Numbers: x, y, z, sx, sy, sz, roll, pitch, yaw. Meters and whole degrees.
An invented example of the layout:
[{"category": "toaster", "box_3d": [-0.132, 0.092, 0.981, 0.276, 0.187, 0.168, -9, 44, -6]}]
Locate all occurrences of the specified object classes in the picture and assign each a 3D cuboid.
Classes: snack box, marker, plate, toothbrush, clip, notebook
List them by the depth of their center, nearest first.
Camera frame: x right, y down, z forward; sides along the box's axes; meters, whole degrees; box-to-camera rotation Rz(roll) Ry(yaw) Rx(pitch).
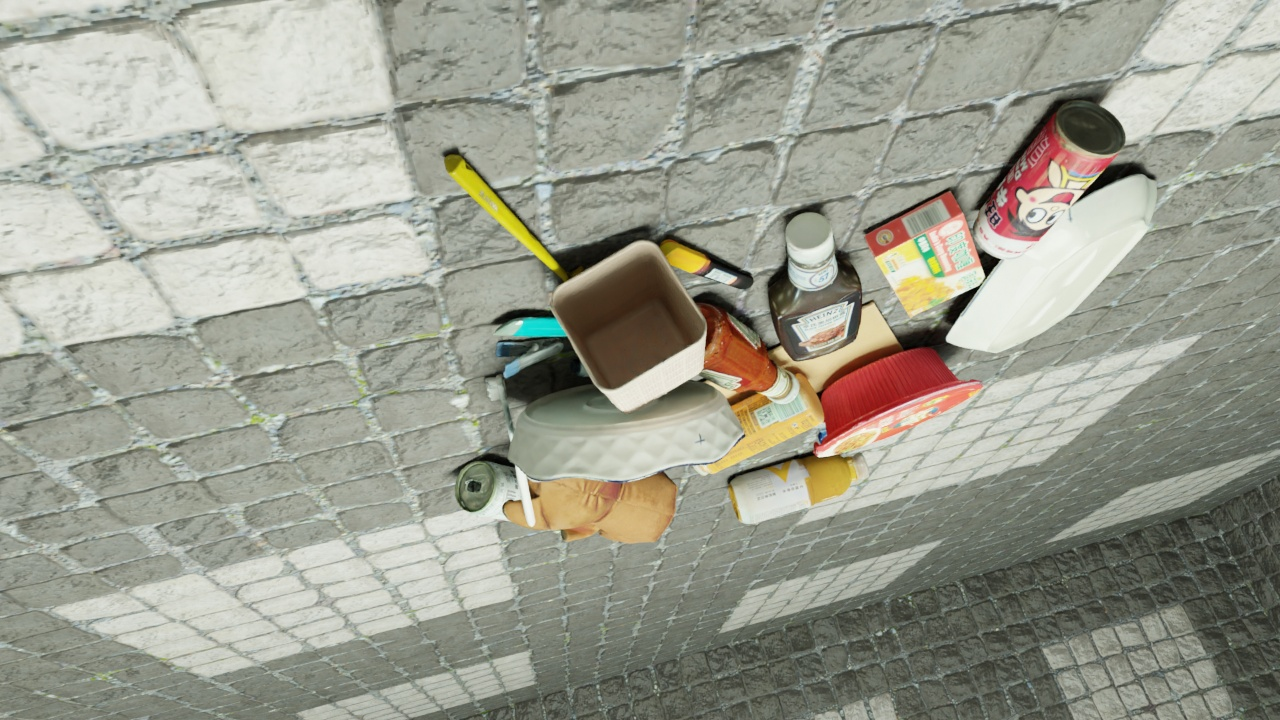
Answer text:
[{"category": "toothbrush", "box_3d": [-0.075, -0.086, 0.620, 0.017, 0.015, 0.190, -27, 153, 11]}, {"category": "marker", "box_3d": [0.054, -0.074, 0.728, 0.018, 0.015, 0.123, -36, 151, 27]}, {"category": "clip", "box_3d": [-0.091, -0.007, 0.768, 0.058, 0.045, 0.027, -15, 154, -16]}, {"category": "plate", "box_3d": [-0.015, 0.055, 0.801, 0.205, 0.045, 0.204, -7, -169, 1]}, {"category": "snack box", "box_3d": [0.252, -0.088, 0.804, 0.077, 0.027, 0.155, -27, 153, 18]}, {"category": "marker", "box_3d": [-0.005, 0.005, 0.846, 0.130, 0.018, 0.023, 1, 141, -35]}, {"category": "toothbrush", "box_3d": [-0.119, 0.088, 0.852, 0.016, 0.016, 0.180, -8, 124, 0]}, {"category": "plate", "box_3d": [0.394, -0.077, 0.877, 0.162, 0.034, 0.266, -22, 157, -13]}, {"category": "notebook", "box_3d": [0.165, 0.011, 0.972, 0.212, 0.012, 0.149, -26, 153, 17]}]

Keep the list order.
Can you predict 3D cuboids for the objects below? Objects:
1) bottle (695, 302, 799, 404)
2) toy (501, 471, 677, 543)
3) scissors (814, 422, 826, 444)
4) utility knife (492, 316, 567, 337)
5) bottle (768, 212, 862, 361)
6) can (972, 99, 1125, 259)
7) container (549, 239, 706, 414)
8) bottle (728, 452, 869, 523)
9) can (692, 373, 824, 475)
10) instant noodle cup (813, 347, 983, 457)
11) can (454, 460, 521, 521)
[{"category": "bottle", "box_3d": [0.095, 0.002, 0.852, 0.060, 0.059, 0.206, -28, 152, 22]}, {"category": "toy", "box_3d": [-0.054, 0.130, 0.977, 0.131, 0.140, 0.199, 17, 178, 40]}, {"category": "scissors", "box_3d": [0.240, 0.077, 1.152, 0.125, 0.012, 0.174, -18, 154, 7]}, {"category": "utility knife", "box_3d": [-0.050, -0.028, 0.759, 0.151, 0.012, 0.029, 0, 152, -36]}, {"category": "bottle", "box_3d": [0.148, -0.060, 0.780, 0.080, 0.044, 0.195, -20, 154, 4]}, {"category": "can", "box_3d": [0.313, -0.136, 0.714, 0.053, 0.053, 0.133, -10, 154, -15]}, {"category": "container", "box_3d": [-0.004, -0.019, 0.698, 0.090, 0.090, 0.111, -31, 164, -3]}, {"category": "bottle", "box_3d": [0.218, 0.169, 1.257, 0.189, 0.068, 0.068, -16, 155, -2]}, {"category": "can", "box_3d": [0.119, 0.069, 0.978, 0.146, 0.058, 0.058, -28, 153, 21]}, {"category": "instant noodle cup", "box_3d": [0.272, 0.041, 1.014, 0.193, 0.065, 0.194, -20, 164, -6]}, {"category": "can", "box_3d": [-0.135, 0.149, 1.009, 0.058, 0.058, 0.146, -28, 152, 22]}]
